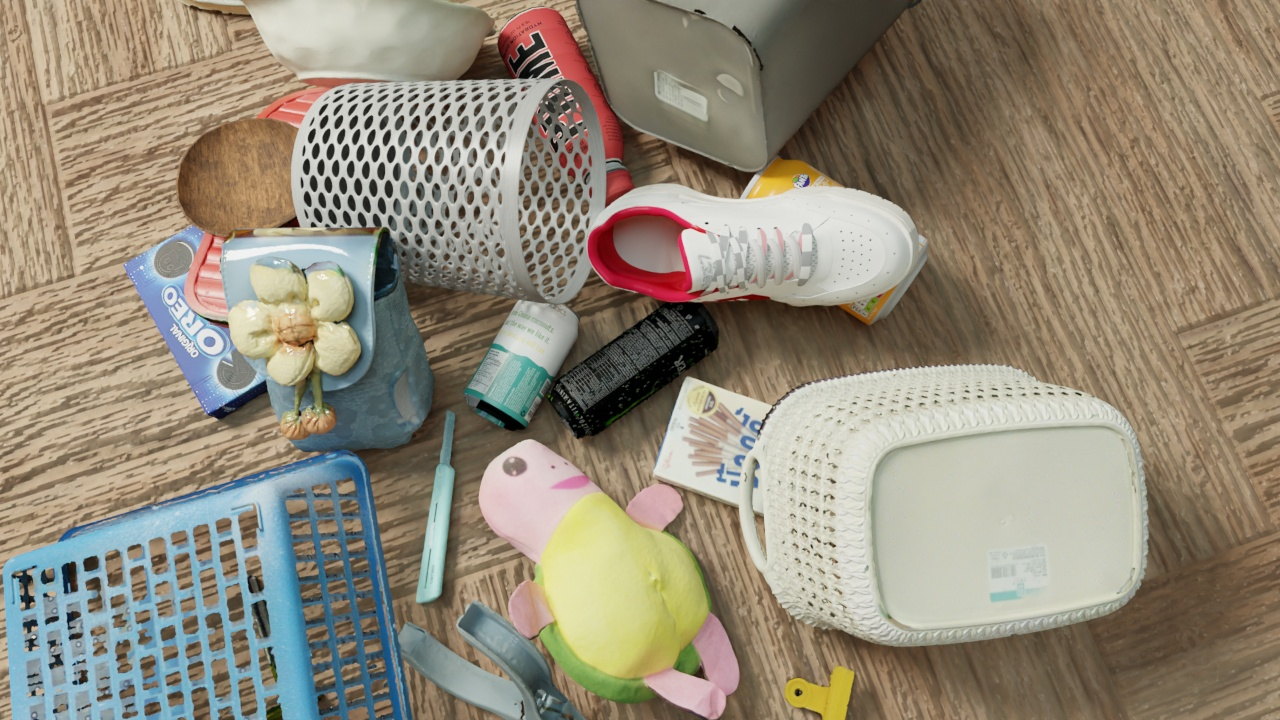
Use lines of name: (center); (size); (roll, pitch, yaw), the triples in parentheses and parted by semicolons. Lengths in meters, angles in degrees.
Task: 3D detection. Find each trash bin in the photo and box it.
trash bin: (0.084, -0.285, 0.690); (0.197, 0.197, 0.219); (27, 71, 24)
trash bin: (-0.138, -0.128, 0.677); (0.183, 0.156, 0.156); (7, 74, 18)

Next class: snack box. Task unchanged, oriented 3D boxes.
snack box: (0.091, 0.075, 0.701); (0.150, 0.026, 0.081); (20, 76, 5)
snack box: (-0.340, -0.036, 0.731); (0.082, 0.027, 0.150); (-34, 77, -10)

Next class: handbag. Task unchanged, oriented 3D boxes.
handbag: (-0.215, -0.003, 0.635); (0.122, 0.192, 0.118); (0, 43, -1)

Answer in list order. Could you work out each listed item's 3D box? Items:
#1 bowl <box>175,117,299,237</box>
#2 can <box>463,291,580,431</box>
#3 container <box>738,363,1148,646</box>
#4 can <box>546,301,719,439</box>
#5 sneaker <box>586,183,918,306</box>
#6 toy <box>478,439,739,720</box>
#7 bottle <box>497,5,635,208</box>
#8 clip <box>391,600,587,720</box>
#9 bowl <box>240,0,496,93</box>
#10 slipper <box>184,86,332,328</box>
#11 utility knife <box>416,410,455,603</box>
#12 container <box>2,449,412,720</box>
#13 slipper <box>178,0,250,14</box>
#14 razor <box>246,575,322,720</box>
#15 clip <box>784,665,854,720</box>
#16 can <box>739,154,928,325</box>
bowl: (-0.294, -0.132, 0.694); (0.102, 0.026, 0.114); (-9, 62, -7)
can: (-0.090, 0.000, 0.707); (0.055, 0.055, 0.101); (27, 77, 7)
container: (0.207, 0.098, 0.616); (0.251, 0.143, 0.185); (-5, 93, -10)
can: (-0.004, 0.004, 0.706); (0.137, 0.054, 0.054); (-35, 78, -9)
sneaker: (0.071, -0.075, 0.655); (0.237, 0.104, 0.090); (10, 116, 20)
toy: (-0.025, 0.153, 0.645); (0.238, 0.088, 0.189); (44, 42, 11)
bottle: (-0.057, -0.204, 0.759); (0.062, 0.062, 0.176); (-25, 76, -7)
clip: (-0.084, 0.207, 0.606); (0.173, 0.165, 0.030); (29, 54, 3)
bowl: (-0.211, -0.245, 0.721); (0.189, 0.218, 0.060); (10, 102, 39)
slipper: (-0.281, -0.122, 0.738); (0.103, 0.059, 0.248); (13, 61, 4)
utility knife: (-0.152, 0.110, 0.699); (0.022, 0.015, 0.147); (-6, 71, 31)
container: (-0.285, 0.256, 0.596); (0.257, 0.089, 0.362); (-17, 75, 7)
slipper: (-0.288, -0.363, 0.810); (0.272, 0.054, 0.114); (-4, 70, -2)
razor: (-0.271, 0.207, 0.670); (0.042, 0.026, 0.106); (-25, 72, -4)
clip: (0.131, 0.244, 0.659); (0.048, 0.046, 0.054); (22, 74, -28)
can: (0.147, -0.096, 0.720); (0.142, 0.079, 0.079); (35, 77, 9)
